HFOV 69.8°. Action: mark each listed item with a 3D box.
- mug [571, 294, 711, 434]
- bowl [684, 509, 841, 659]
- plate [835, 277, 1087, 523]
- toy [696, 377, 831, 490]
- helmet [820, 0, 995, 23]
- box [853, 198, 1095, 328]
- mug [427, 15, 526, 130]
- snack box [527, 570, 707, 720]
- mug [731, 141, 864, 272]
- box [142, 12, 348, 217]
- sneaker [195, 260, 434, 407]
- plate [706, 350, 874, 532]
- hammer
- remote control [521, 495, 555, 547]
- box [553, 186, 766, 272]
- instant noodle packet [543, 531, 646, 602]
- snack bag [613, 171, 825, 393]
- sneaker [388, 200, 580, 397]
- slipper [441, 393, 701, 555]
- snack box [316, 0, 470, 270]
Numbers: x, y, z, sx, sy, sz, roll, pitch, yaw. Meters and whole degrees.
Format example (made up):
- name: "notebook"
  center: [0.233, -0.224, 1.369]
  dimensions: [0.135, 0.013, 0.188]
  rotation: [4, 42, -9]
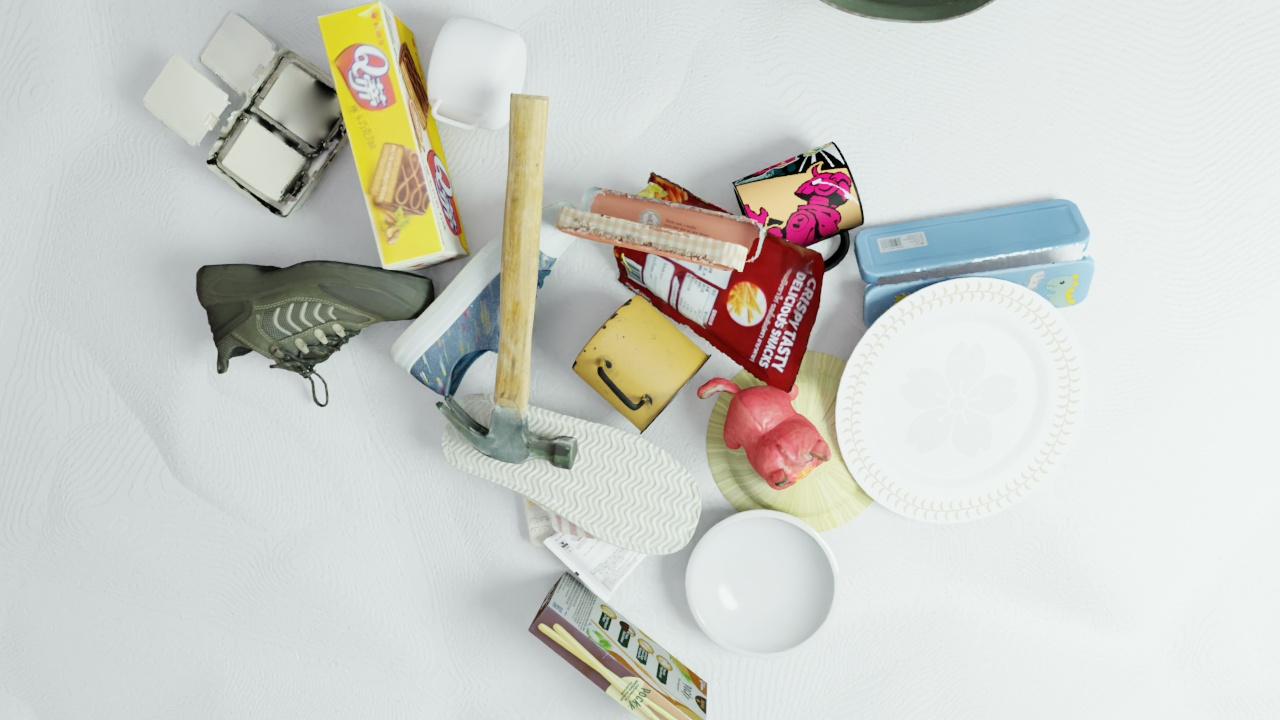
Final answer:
- name: "mug"
  center: [-0.005, 0.005, 0.856]
  dimensions: [0.094, 0.123, 0.101]
  rotation: [42, 118, 2]
- name: "bowl"
  center: [0.120, 0.215, 0.904]
  dimensions: [0.149, 0.043, 0.149]
  rotation: [1, 96, 5]
- name: "plate"
  center: [0.301, 0.040, 0.866]
  dimensions: [0.242, 0.016, 0.243]
  rotation: [-1, 106, -5]
- name: "toy"
  center: [0.113, 0.058, 0.828]
  dimensions: [0.133, 0.094, 0.088]
  rotation: [42, 98, 3]
- name: "helmet"
  center: [0.243, -0.387, 0.779]
  dimensions: [0.268, 0.153, 0.227]
  rotation: [-7, 96, 10]
- name: "box"
  center: [0.311, -0.090, 0.868]
  dimensions: [0.209, 0.072, 0.086]
  rotation: [-7, 134, 7]
- name: "mug"
  center: [-0.153, -0.258, 0.851]
  dimensions: [0.068, 0.094, 0.115]
  rotation: [17, 59, 2]
- name: "snack box"
  center: [-0.018, 0.291, 0.895]
  dimensions: [0.186, 0.101, 0.032]
  rotation: [38, 97, 1]
- name: "mug"
  center: [0.151, -0.131, 0.857]
  dimensions: [0.098, 0.081, 0.118]
  rotation: [-21, 121, 7]
- name: "box"
  center: [-0.379, -0.248, 0.904]
  dimensions: [0.187, 0.058, 0.144]
  rotation: [39, 96, -3]
- name: "sneaker"
  center: [-0.319, -0.023, 0.891]
  dimensions: [0.238, 0.101, 0.143]
  rotation: [0, 91, 10]
- name: "plate"
  center: [0.157, 0.084, 0.892]
  dimensions: [0.184, 0.036, 0.184]
  rotation: [1, 96, 5]
- name: "hammer"
  center: [-0.111, -0.066, 0.818]
  dimensions: [0.132, 0.033, 0.331]
  rotation: [9, 106, 11]
- name: "remote control"
  center: [-0.102, 0.127, 0.929]
  dimensions: [0.038, 0.018, 0.125]
  rotation: [-9, 94, 5]
- name: "box"
  center: [0.013, -0.116, 0.793]
  dimensions: [0.187, 0.056, 0.070]
  rotation: [16, 67, 28]
- name: "instant noodle packet"
  center: [-0.019, 0.163, 0.914]
  dimensions: [0.087, 0.026, 0.134]
  rotation: [44, 88, 0]
- name: "snack bag"
  center: [0.067, -0.073, 0.831]
  dimensions: [0.208, 0.066, 0.139]
  rotation: [36, 127, 28]
- name: "sneaker"
  center: [-0.137, -0.054, 0.881]
  dimensions: [0.236, 0.087, 0.079]
  rotation: [-41, 87, 11]
- name: "slipper"
  center: [-0.067, 0.110, 0.889]
  dimensions: [0.263, 0.052, 0.115]
  rotation: [21, 84, 10]
- name: "snack box"
  center: [-0.227, -0.203, 0.862]
  dimensions: [0.062, 0.110, 0.230]
  rotation: [-14, 94, 3]
